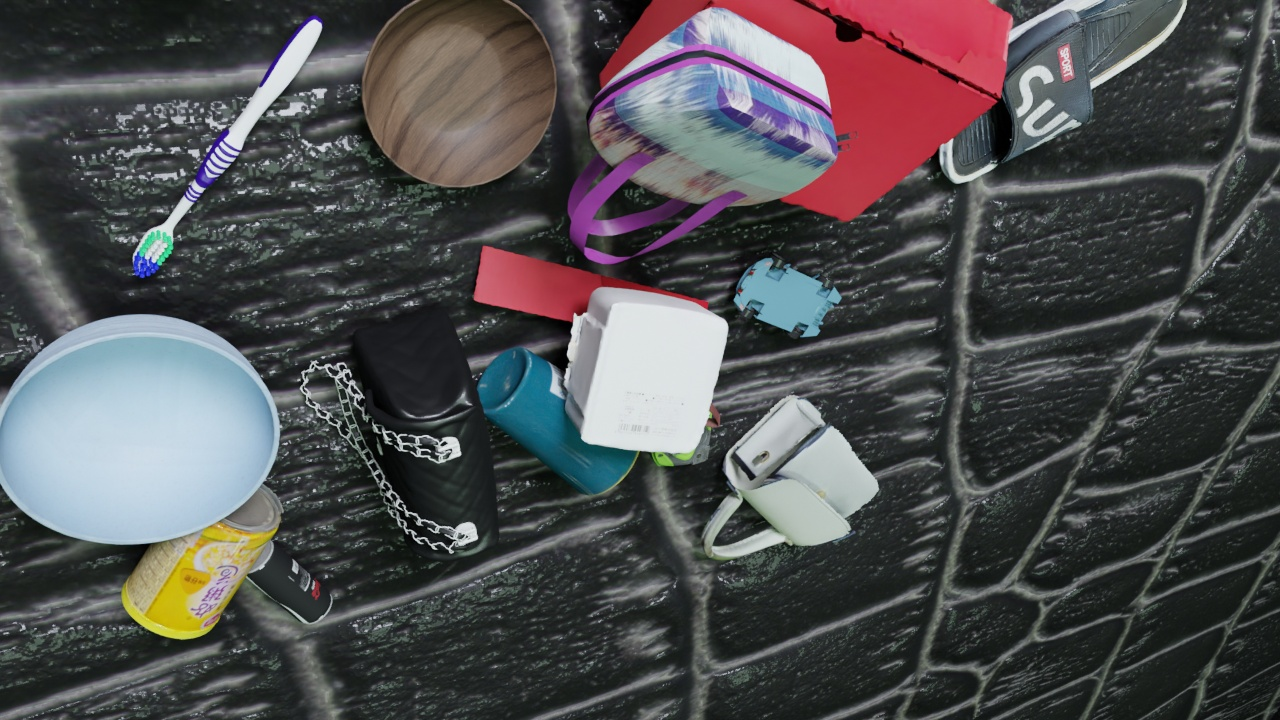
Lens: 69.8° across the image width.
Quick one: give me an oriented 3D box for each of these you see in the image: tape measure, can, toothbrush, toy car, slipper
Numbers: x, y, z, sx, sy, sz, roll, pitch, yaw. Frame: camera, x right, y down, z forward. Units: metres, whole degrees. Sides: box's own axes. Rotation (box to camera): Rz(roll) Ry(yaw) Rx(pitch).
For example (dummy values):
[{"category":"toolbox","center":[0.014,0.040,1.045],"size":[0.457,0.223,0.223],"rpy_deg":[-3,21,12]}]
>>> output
[{"category":"tape measure","center":[0.035,0.065,0.807],"size":[0.058,0.036,0.066],"rpy_deg":[-13,127,-21]},{"category":"can","center":[-0.305,0.135,0.641],"size":[0.067,0.067,0.105],"rpy_deg":[27,105,-40]},{"category":"toothbrush","center":[-0.240,-0.122,0.532],"size":[0.187,0.016,0.015],"rpy_deg":[-49,131,9]},{"category":"toy car","center":[0.118,-0.057,0.774],"size":[0.107,0.027,0.060],"rpy_deg":[18,112,-37]},{"category":"can","center":[-0.273,0.171,0.708],"size":[0.031,0.031,0.080],"rpy_deg":[-32,132,-6]},{"category":"slipper","center":[0.362,-0.243,0.763],"size":[0.263,0.063,0.111],"rpy_deg":[-36,132,-6]}]

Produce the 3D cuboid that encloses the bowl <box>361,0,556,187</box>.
[{"category":"bowl","center":[-0.112,-0.168,0.561],"size":[0.119,0.032,0.119],"rpy_deg":[-15,128,-20]}]

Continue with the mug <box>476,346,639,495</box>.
[{"category":"mug","center":[-0.065,0.044,0.713],"size":[0.078,0.078,0.121],"rpy_deg":[-46,127,6]}]

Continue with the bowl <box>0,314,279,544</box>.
[{"category":"bowl","center":[-0.305,0.031,0.563],"size":[0.150,0.074,0.151],"rpy_deg":[-15,127,-21]}]

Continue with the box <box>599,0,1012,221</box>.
[{"category":"box","center":[0.147,-0.286,0.514],"size":[0.212,0.128,0.426],"rpy_deg":[10,114,-33]}]

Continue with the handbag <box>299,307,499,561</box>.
[{"category":"handbag","center":[-0.160,0.061,0.633],"size":[0.114,0.125,0.154],"rpy_deg":[-14,128,-21]}]

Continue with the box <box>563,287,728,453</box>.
[{"category":"box","center":[-0.008,0.000,0.677],"size":[0.102,0.102,0.108],"rpy_deg":[8,103,-22]}]

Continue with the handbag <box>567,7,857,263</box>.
[{"category":"handbag","center":[0.021,-0.108,0.522],"size":[0.144,0.068,0.170],"rpy_deg":[13,149,-35]}]

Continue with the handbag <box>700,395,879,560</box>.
[{"category":"handbag","center":[0.136,0.139,0.892],"size":[0.176,0.074,0.151],"rpy_deg":[-41,132,2]}]

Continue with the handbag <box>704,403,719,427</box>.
[{"category":"handbag","center":[0.022,0.025,0.754],"size":[0.119,0.029,0.055],"rpy_deg":[31,135,-29]}]
